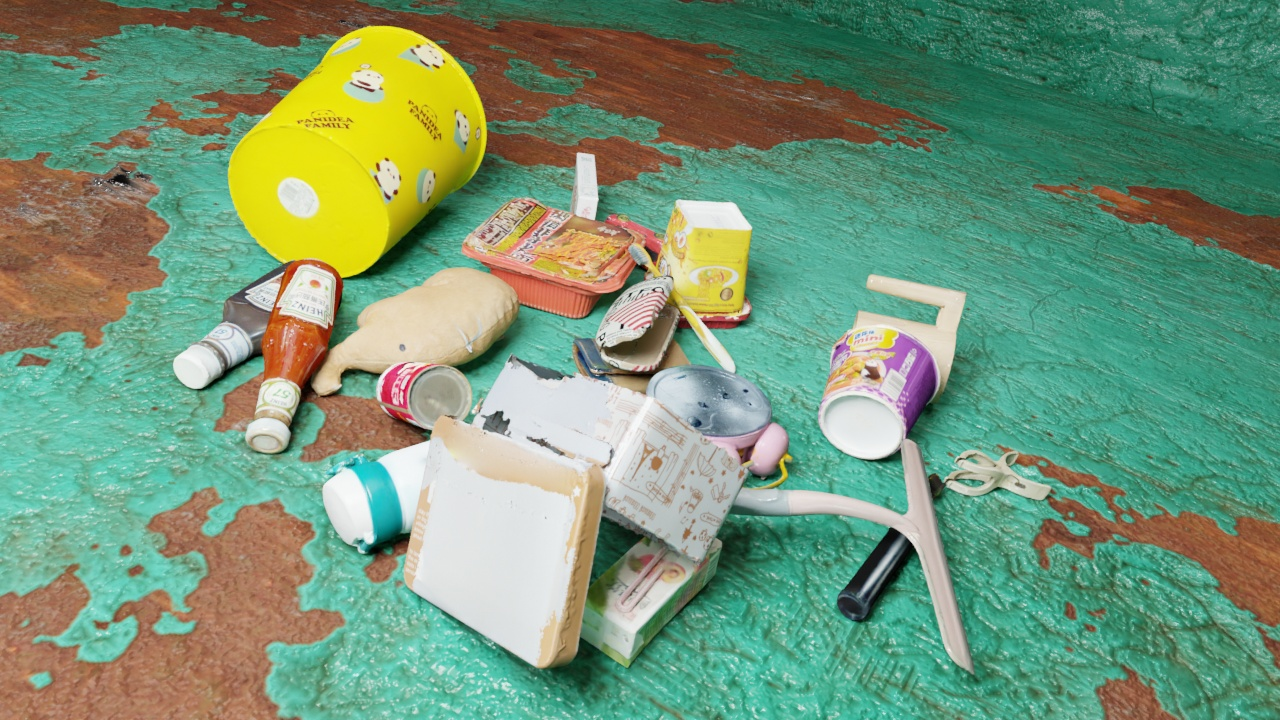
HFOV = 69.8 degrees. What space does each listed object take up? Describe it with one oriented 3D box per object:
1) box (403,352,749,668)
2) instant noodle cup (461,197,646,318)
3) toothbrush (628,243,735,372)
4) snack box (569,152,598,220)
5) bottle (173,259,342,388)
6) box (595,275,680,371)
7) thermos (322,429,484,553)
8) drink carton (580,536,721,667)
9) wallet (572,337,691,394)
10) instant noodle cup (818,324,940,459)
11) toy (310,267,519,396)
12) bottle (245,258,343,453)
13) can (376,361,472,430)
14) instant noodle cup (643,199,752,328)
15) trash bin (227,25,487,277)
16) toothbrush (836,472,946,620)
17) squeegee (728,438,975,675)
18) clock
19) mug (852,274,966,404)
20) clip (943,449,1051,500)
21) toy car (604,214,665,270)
[{"bbox_3d":[-0.059,0.113,0.649,0.183,0.192,0.156,16,-15,48],"label":"box"},{"bbox_3d":[-0.097,-0.116,1.067,0.189,0.079,0.164,16,33,10],"label":"instant noodle cup"},{"bbox_3d":[0.044,-0.059,1.013,0.018,0.016,0.191,-17,64,-48],"label":"toothbrush"},{"bbox_3d":[-0.076,-0.206,1.209,0.027,0.085,0.156,7,32,-8],"label":"snack box"},{"bbox_3d":[-0.374,-0.036,0.899,0.080,0.044,0.194,23,35,7],"label":"bottle"},{"bbox_3d":[0.000,-0.030,0.945,0.075,0.081,0.163,-14,23,17],"label":"box"},{"bbox_3d":[-0.142,0.087,0.746,0.223,0.073,0.073,-16,41,-35],"label":"thermos"},{"bbox_3d":[0.007,0.166,0.684,0.053,0.046,0.122,28,37,25],"label":"drink carton"},{"bbox_3d":[-0.006,0.006,0.949,0.115,0.033,0.090,0,32,-22],"label":"wallet"},{"bbox_3d":[0.228,0.037,0.902,0.111,0.112,0.099,21,43,16],"label":"instant noodle cup"},{"bbox_3d":[-0.217,-0.029,0.905,0.144,0.082,0.225,6,28,35],"label":"toy"},{"bbox_3d":[-0.315,-0.007,0.830,0.059,0.060,0.205,5,47,-8],"label":"bottle"},{"bbox_3d":[-0.188,0.029,0.785,0.053,0.053,0.133,-8,5,-27],"label":"can"},{"bbox_3d":[0.074,-0.114,1.069,0.116,0.124,0.116,1,33,-15],"label":"instant noodle cup"},{"bbox_3d":[-0.330,-0.238,1.077,0.229,0.230,0.254,13,38,4],"label":"trash bin"},{"bbox_3d":[0.222,0.151,0.785,0.212,0.026,0.027,-33,89,-48],"label":"toothbrush"},{"bbox_3d":[0.129,0.121,0.740,0.249,0.040,0.247,8,37,0],"label":"squeegee"},{"bbox_3d":[0.070,0.068,0.844,0.117,0.060,0.158,-14,38,-34],"label":"clock"},{"bbox_3d":[0.282,-0.024,0.989,0.103,0.125,0.084,13,14,9],"label":"mug"},{"bbox_3d":[0.337,0.107,0.883,0.097,0.034,0.061,3,32,-20],"label":"clip"},{"bbox_3d":[-0.009,-0.150,1.174,0.106,0.049,0.031,32,36,28],"label":"toy car"}]
